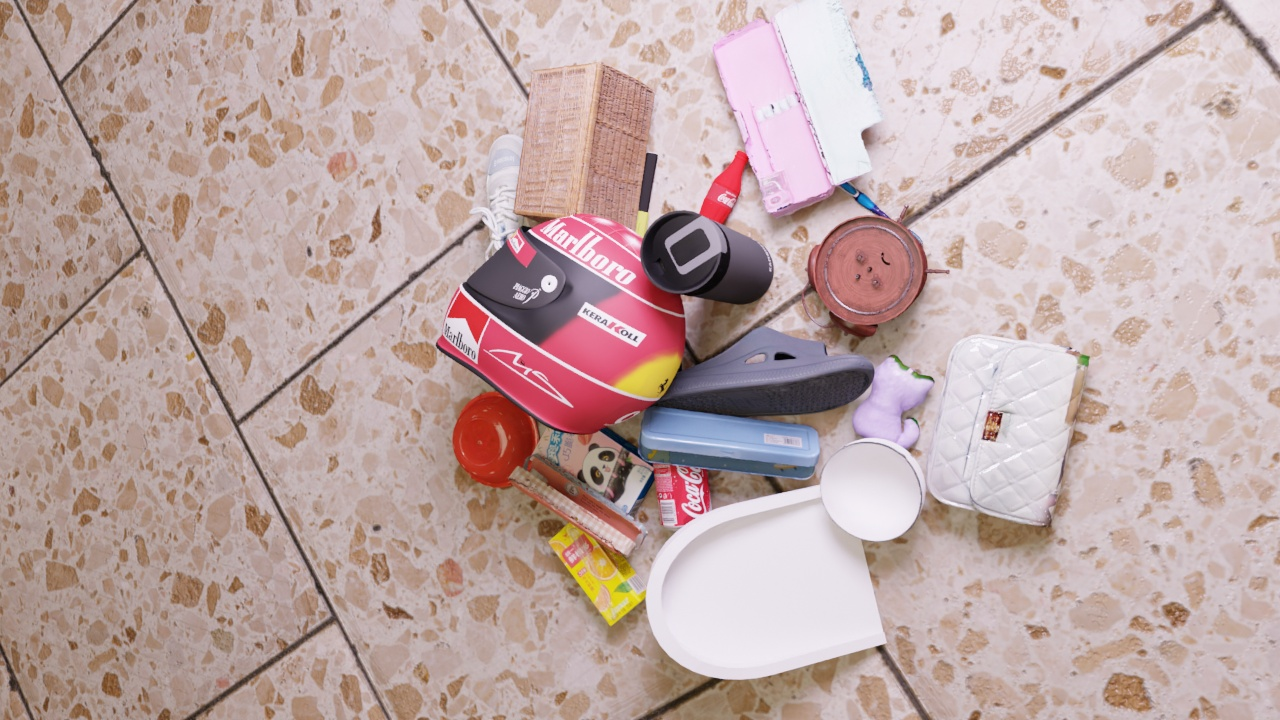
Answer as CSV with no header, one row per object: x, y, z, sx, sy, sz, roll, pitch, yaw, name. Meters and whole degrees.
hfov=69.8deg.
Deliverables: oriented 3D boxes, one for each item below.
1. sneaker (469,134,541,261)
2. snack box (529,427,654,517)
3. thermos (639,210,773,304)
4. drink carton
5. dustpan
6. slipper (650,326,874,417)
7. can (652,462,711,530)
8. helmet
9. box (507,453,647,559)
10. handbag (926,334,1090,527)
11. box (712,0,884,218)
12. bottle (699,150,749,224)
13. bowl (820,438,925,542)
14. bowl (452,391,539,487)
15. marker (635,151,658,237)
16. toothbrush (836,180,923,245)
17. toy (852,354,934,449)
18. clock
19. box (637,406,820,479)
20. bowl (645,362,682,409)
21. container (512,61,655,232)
-0.162,-0.175,1.174,0.090,0.090,0.242,-8,87,22,sneaker
-0.058,0.129,1.170,0.154,0.033,0.088,32,101,18,snack box
0.080,-0.107,1.002,0.082,0.240,0.082,0,91,21,thermos
-0.053,0.263,1.166,0.059,0.043,0.134,-43,76,17,drink carton
0.135,0.258,1.043,0.258,0.053,0.191,-13,86,1,dustpan
0.138,0.014,1.068,0.269,0.110,0.083,-9,62,25,slipper
0.050,0.149,1.112,0.064,0.064,0.104,-8,88,21,can
-0.075,-0.054,1.031,0.271,0.197,0.225,34,101,20,helmet
-0.074,0.180,1.146,0.188,0.056,0.063,32,64,15,box
0.386,0.073,0.978,0.139,0.072,0.195,11,95,19,handbag
0.187,-0.298,1.056,0.160,0.035,0.230,-21,78,23,box
0.097,-0.195,1.103,0.036,0.036,0.119,30,101,18,bottle
0.264,0.139,1.023,0.114,0.063,0.113,6,103,29,bowl
-0.201,0.107,1.218,0.131,0.045,0.130,0,91,21,bowl
0.003,-0.198,1.147,0.017,0.021,0.124,11,94,20,marker
0.250,-0.190,1.055,0.189,0.017,0.016,43,106,14,toothbrush
0.288,0.051,1.036,0.080,0.036,0.100,30,106,8,toy
0.247,-0.093,1.021,0.158,0.072,0.120,-34,80,28,clock
0.102,0.100,1.075,0.210,0.068,0.059,7,127,1,box
-0.007,0.007,1.137,0.110,0.055,0.110,1,92,21,bowl
-0.070,-0.253,1.118,0.113,0.113,0.198,10,93,36,container
